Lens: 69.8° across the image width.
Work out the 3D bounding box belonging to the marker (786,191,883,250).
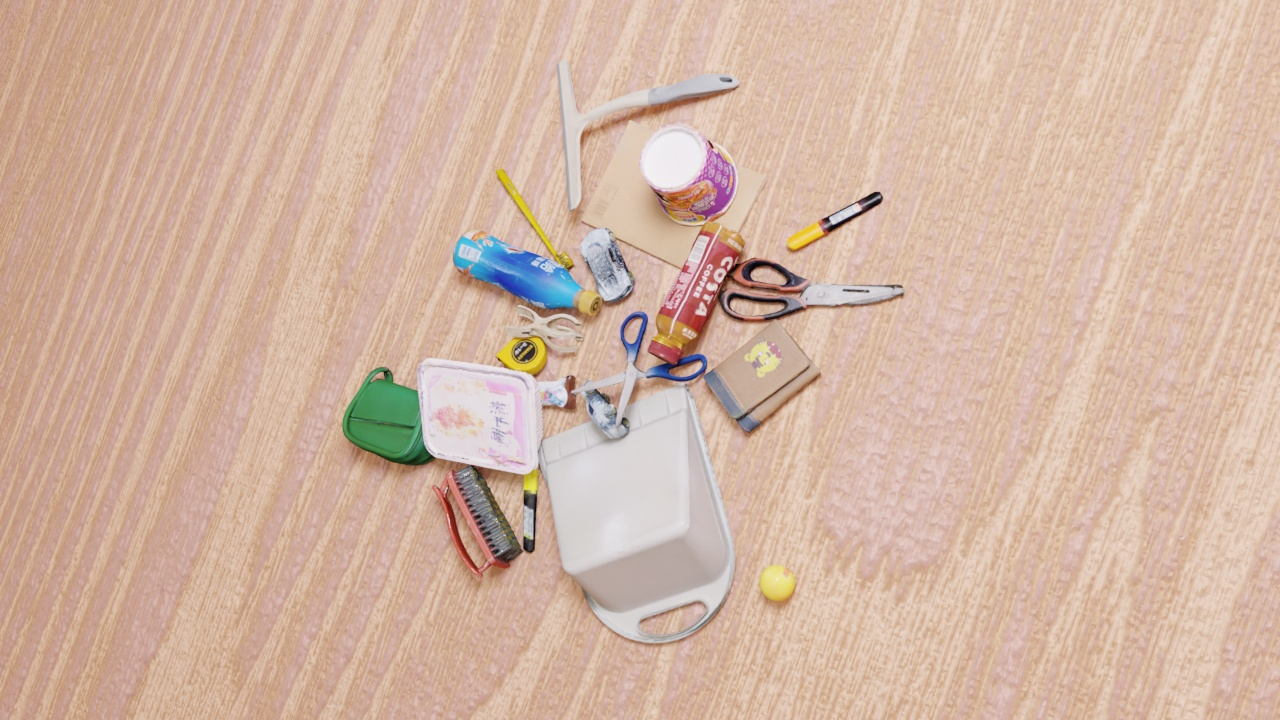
[{"bbox_3d":[0.232,-0.167,1.096,0.124,0.015,0.018,-28,73,13],"label":"marker"}]

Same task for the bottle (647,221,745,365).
[{"bbox_3d":[0.064,-0.080,1.108,0.057,0.057,0.175,26,88,24],"label":"bottle"}]

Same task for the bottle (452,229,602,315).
[{"bbox_3d":[-0.147,-0.111,1.212,0.219,0.065,0.065,23,90,23],"label":"bottle"}]

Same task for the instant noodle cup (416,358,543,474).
[{"bbox_3d":[-0.198,0.064,1.183,0.174,0.060,0.138,7,109,23],"label":"instant noodle cup"}]

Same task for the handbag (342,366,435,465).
[{"bbox_3d":[-0.330,0.078,1.256,0.131,0.068,0.120,17,80,25],"label":"handbag"}]

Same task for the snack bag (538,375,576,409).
[{"bbox_3d":[-0.131,0.044,1.198,0.105,0.026,0.045,-3,78,20],"label":"snack bag"}]

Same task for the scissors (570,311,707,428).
[{"bbox_3d":[-0.002,0.008,1.129,0.176,0.012,0.162,-8,58,-2],"label":"scissors"}]

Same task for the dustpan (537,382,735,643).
[{"bbox_3d":[0.003,0.199,1.126,0.223,0.142,0.257,-23,44,17],"label":"dustpan"}]

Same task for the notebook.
[{"bbox_3d":[0.038,-0.208,1.183,0.211,0.012,0.149,28,93,24],"label":"notebook"}]

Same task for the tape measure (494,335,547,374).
[{"bbox_3d":[-0.152,-0.007,1.212,0.057,0.029,0.060,39,76,22],"label":"tape measure"}]

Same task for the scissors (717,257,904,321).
[{"bbox_3d":[0.202,-0.094,1.094,0.210,0.015,0.176,-34,69,13],"label":"scissors"}]

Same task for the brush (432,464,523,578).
[{"bbox_3d":[-0.217,0.204,1.184,0.069,0.063,0.145,-33,68,-1],"label":"brush"}]

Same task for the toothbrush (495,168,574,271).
[{"bbox_3d":[-0.145,-0.194,1.252,0.016,0.015,0.190,-38,69,7],"label":"toothbrush"}]

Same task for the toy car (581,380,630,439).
[{"bbox_3d":[-0.047,0.061,1.140,0.034,0.043,0.090,-44,48,4],"label":"toy car"}]

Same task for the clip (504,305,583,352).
[{"bbox_3d":[-0.124,-0.042,1.196,0.101,0.035,0.075,12,51,16],"label":"clip"}]

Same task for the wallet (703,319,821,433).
[{"bbox_3d":[0.144,0.018,1.090,0.115,0.033,0.090,-39,68,8],"label":"wallet"}]

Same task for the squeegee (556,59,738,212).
[{"bbox_3d":[0.005,-0.335,1.193,0.247,0.039,0.246,-12,65,14],"label":"squeegee"}]

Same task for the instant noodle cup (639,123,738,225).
[{"bbox_3d":[0.055,-0.233,1.121,0.112,0.099,0.111,-4,79,20],"label":"instant noodle cup"}]

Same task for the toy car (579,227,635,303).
[{"bbox_3d":[-0.046,-0.126,1.188,0.049,0.031,0.105,-32,69,22],"label":"toy car"}]

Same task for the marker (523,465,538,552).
[{"bbox_3d":[-0.142,0.185,1.185,0.018,0.015,0.124,-1,83,17],"label":"marker"}]

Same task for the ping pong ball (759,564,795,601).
[{"bbox_3d":[0.155,0.251,1.037,0.040,0.040,0.040,-4,79,21],"label":"ping pong ball"}]
